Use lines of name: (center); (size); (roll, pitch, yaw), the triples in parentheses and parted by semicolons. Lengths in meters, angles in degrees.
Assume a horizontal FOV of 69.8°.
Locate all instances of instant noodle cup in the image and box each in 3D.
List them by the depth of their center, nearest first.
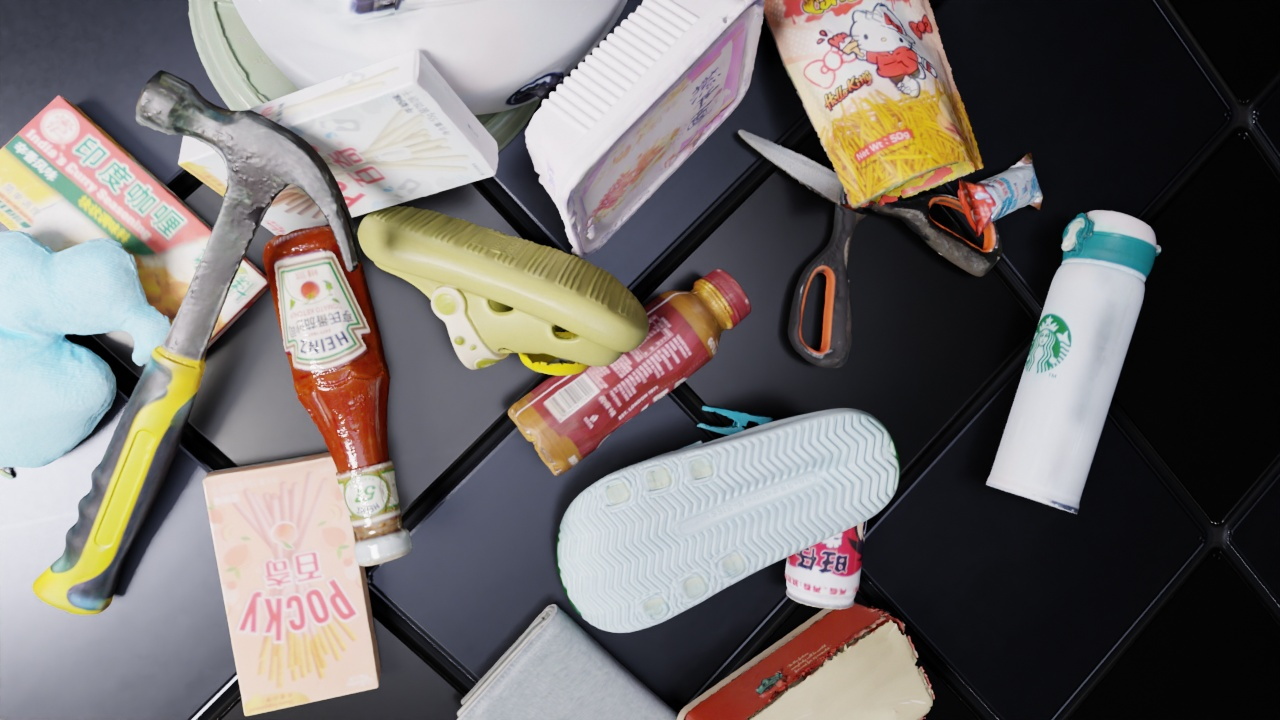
instant noodle cup: (-0.004, -0.157, 0.579); (0.060, 0.138, 0.173); (41, 83, 9)

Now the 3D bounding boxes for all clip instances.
clip: (0.069, 0.045, 0.662); (0.057, 0.014, 0.046); (12, 93, -16)

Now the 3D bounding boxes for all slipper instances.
slipper: (-0.090, -0.037, 0.582); (0.190, 0.091, 0.082); (21, 113, 0)
slipper: (0.055, 0.100, 0.630); (0.245, 0.074, 0.104); (-23, 91, 6)

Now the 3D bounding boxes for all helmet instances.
helmet: (-0.106, -0.258, 0.502); (0.258, 0.146, 0.229); (-19, 98, -13)

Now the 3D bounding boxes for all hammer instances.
hammer: (-0.263, 0.014, 0.517); (0.126, 0.032, 0.324); (25, 107, -18)

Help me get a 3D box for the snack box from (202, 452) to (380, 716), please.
snack box: (-0.221, 0.142, 0.591); (0.084, 0.026, 0.157); (-9, 95, -14)

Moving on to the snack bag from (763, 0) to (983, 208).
snack bag: (0.158, -0.214, 0.639); (0.128, 0.073, 0.208); (-17, 84, -12)

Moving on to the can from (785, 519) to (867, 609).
can: (0.137, 0.107, 0.663); (0.053, 0.053, 0.133); (6, 92, -14)

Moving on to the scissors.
scissors: (0.171, -0.105, 0.673); (0.220, 0.022, 0.230); (7, 90, -15)

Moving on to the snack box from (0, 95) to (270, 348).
snack box: (-0.311, -0.074, 0.554); (0.156, 0.027, 0.077); (44, 84, -13)

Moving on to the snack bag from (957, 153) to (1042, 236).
snack bag: (0.270, -0.124, 0.685); (0.104, 0.026, 0.048); (-20, 96, -32)

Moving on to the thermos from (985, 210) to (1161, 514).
thermos: (0.328, -0.002, 0.696); (0.073, 0.073, 0.224); (18, 89, -14)

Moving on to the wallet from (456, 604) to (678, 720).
wallet: (-0.049, 0.250, 0.635); (0.129, 0.037, 0.106); (45, 81, -13)

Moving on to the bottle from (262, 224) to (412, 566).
bottle: (-0.181, 0.022, 0.563); (0.059, 0.060, 0.206); (-14, 89, -13)

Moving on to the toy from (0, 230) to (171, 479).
toy: (-0.355, 0.002, 0.530); (0.161, 0.049, 0.156); (4, 106, -8)

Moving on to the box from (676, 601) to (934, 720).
box: (0.122, 0.251, 0.645); (0.168, 0.078, 0.091); (-28, 99, -19)

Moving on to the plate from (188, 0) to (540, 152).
plate: (-0.164, -0.225, 0.580); (0.230, 0.027, 0.230); (-1, 94, -15)

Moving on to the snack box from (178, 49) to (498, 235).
snack box: (-0.170, -0.118, 0.523); (0.157, 0.084, 0.026); (-13, 63, 18)

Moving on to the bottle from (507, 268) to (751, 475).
bottle: (-0.004, 0.004, 0.619); (0.174, 0.057, 0.057); (-37, 101, -9)
